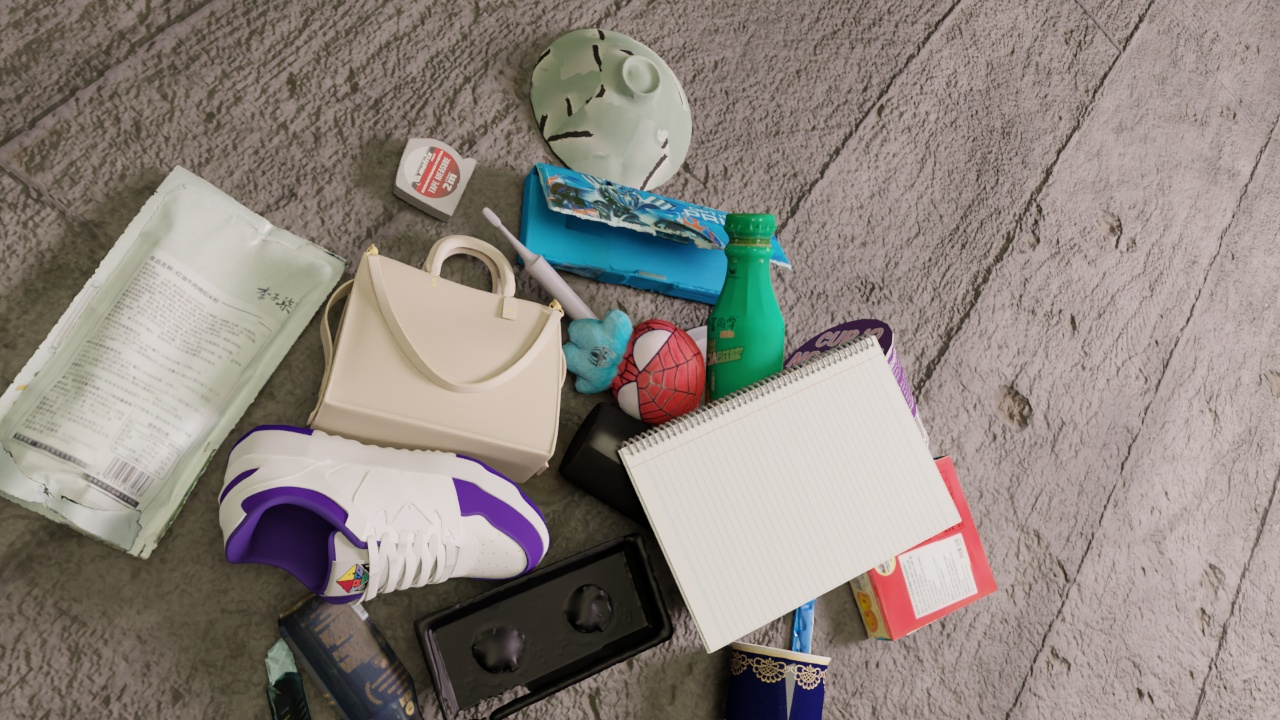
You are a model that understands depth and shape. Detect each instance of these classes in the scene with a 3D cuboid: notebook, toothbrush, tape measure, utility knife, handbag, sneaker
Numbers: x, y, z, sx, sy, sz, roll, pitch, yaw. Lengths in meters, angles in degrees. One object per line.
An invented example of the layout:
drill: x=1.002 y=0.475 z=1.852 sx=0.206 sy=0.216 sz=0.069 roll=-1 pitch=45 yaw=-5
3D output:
notebook: x=0.126 y=0.101 z=0.752 sx=0.245 sy=0.013 sz=0.178 roll=-23 pitch=86 yaw=-15
toothbrush: x=-0.072 y=-0.062 z=0.794 sx=0.018 sy=0.019 sz=0.188 roll=-45 pitch=114 yaw=-7
tape measure: x=-0.179 y=-0.158 z=0.793 sx=0.062 sy=0.020 sz=0.060 roll=26 pitch=68 yaw=-16
utility knife: x=-0.240 y=0.290 z=0.655 sx=0.028 sy=0.020 sz=0.187 roll=-12 pitch=83 yaw=-28
handbag: x=-0.153 y=-0.019 z=0.739 sx=0.194 sy=0.102 sz=0.197 roll=16 pitch=59 yaw=-21
sneaker: x=-0.180 y=0.126 z=0.658 sx=0.244 sy=0.092 sz=0.111 roll=17 pitch=30 yaw=-16

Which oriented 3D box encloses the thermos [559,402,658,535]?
thermos: x=0.042 y=0.120 z=0.786 sx=0.218 sy=0.106 sz=0.105 roll=31 pitch=66 yaw=-9

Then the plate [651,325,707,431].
plate: x=0.080 y=0.042 z=0.866 sx=0.156 sy=0.014 sz=0.156 roll=6 pitch=76 yaw=-24

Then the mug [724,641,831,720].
mug: x=0.122 y=0.296 z=0.791 sx=0.111 sy=0.086 sz=0.089 roll=26 pitch=68 yaw=-45

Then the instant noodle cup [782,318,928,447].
instant noodle cup: x=0.205 y=0.051 z=0.866 sx=0.136 sy=0.122 sz=0.122 roll=-48 pitch=115 yaw=-28

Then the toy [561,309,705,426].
toy: x=-0.005 y=0.005 z=0.791 sx=0.133 sy=0.062 sz=0.092 roll=20 pitch=102 yaw=-13

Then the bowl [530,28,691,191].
bowl: x=-0.012 y=-0.251 z=0.868 sx=0.174 sy=0.068 sz=0.174 roll=7 pitch=72 yaw=-23

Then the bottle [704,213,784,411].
bottle: x=0.092 y=-0.023 z=0.802 sx=0.068 sy=0.068 sz=0.210 roll=-3 pitch=100 yaw=-25

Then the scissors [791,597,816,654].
scissors: x=0.150 y=0.216 z=0.858 sx=0.070 sy=0.022 sz=0.130 roll=22 pitch=72 yaw=-20

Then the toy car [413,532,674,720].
toy car: x=-0.079 y=0.209 z=0.720 sx=0.191 sy=0.071 sz=0.094 roll=-18 pitch=87 yaw=-27

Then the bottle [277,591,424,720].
bottle: x=-0.198 y=0.236 z=0.666 sx=0.056 sy=0.056 sz=0.161 roll=-36 pitch=93 yaw=-28

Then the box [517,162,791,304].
box: x=0.018 y=-0.118 z=0.837 sx=0.243 sy=0.086 sz=0.091 roll=10 pitch=72 yaw=-22

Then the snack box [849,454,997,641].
snack box: x=0.266 y=0.182 z=0.903 sx=0.144 sy=0.040 sz=0.142 roll=-15 pitch=84 yaw=-26

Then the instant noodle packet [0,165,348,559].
instant noodle packet: x=-0.346 y=-0.005 z=0.670 sx=0.147 sy=0.057 sz=0.268 roll=32 pitch=61 yaw=-17
